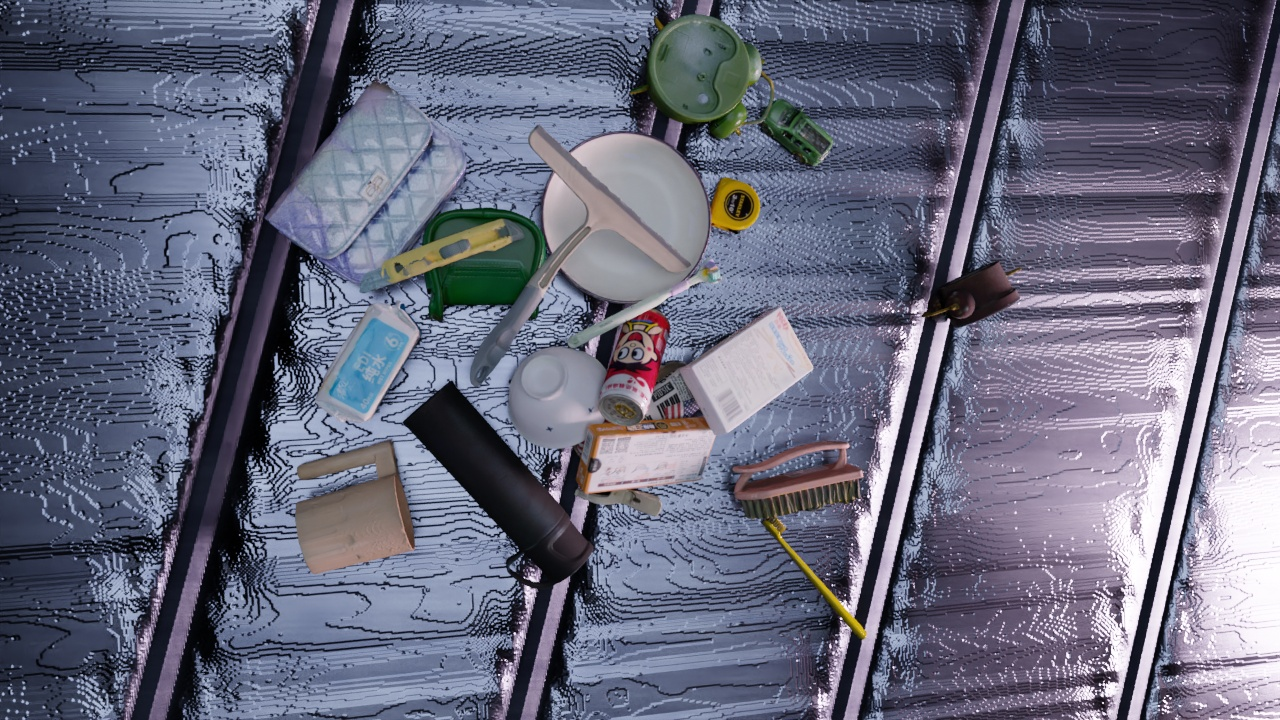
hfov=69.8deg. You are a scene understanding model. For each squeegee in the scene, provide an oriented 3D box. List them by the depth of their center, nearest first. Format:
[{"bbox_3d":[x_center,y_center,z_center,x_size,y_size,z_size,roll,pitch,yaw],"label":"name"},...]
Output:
[{"bbox_3d":[-0.103,-0.076,0.958,0.246,0.039,0.246,37,93,-39],"label":"squeegee"}]

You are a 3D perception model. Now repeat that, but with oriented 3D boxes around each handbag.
[{"bbox_3d":[-0.280,-0.182,0.964,0.134,0.075,0.193,36,83,-9],"label":"handbag"},{"bbox_3d":[-0.169,-0.102,0.990,0.131,0.068,0.120,-2,92,-10],"label":"handbag"}]

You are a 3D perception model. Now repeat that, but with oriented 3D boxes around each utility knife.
[{"bbox_3d":[-0.207,-0.108,0.948,0.178,0.019,0.031,-21,96,-1],"label":"utility knife"}]

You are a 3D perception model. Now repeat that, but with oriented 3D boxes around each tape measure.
[{"bbox_3d":[0.108,-0.177,1.061,0.057,0.029,0.060,17,87,-9],"label":"tape measure"}]

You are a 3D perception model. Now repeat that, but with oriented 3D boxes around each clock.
[{"bbox_3d":[0.077,-0.319,1.041,0.161,0.056,0.116,19,87,-10],"label":"clock"},{"bbox_3d":[0.390,-0.073,1.089,0.122,0.082,0.055,-25,90,-11],"label":"clock"}]

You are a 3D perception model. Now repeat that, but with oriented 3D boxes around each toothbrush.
[{"bbox_3d":[0.004,-0.060,1.004,0.189,0.020,0.029,-28,95,-13],"label":"toothbrush"},{"bbox_3d":[0.210,0.258,1.091,0.016,0.016,0.190,-41,97,-15],"label":"toothbrush"}]

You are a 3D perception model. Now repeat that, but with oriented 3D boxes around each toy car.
[{"bbox_3d":[0.184,-0.268,1.073,0.091,0.036,0.043,36,85,-5],"label":"toy car"}]

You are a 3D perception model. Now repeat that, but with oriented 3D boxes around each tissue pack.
[{"bbox_3d":[-0.282,0.001,0.958,0.063,0.090,0.140,31,85,-10],"label":"tissue pack"}]

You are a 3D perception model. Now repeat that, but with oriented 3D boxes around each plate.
[{"bbox_3d":[-0.018,-0.158,1.033,0.192,0.039,0.192,0,90,-11],"label":"plate"}]

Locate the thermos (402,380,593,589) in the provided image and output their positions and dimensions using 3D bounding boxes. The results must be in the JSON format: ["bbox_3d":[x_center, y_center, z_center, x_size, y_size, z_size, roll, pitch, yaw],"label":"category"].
[{"bbox_3d":[-0.159,0.141,0.992,0.090,0.068,0.242,-41,97,-13],"label":"thermos"}]

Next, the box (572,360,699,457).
[{"bbox_3d":[0.003,0.066,1.020,0.163,0.077,0.075,-32,105,-11],"label":"box"}]

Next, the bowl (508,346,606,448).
[{"bbox_3d":[-0.094,0.029,0.981,0.118,0.065,0.118,-4,66,9],"label":"bowl"}]

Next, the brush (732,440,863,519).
[{"bbox_3d":[0.178,0.138,1.061,0.145,0.063,0.073,-10,96,-9],"label":"brush"}]

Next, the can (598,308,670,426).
[{"bbox_3d":[-0.006,0.006,0.994,0.053,0.053,0.132,26,48,-10],"label":"can"}]

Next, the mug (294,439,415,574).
[{"bbox_3d":[-0.303,0.154,0.967,0.103,0.084,0.124,-14,69,-9],"label":"mug"}]

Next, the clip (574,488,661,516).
[{"bbox_3d":[-0.024,0.150,1.036,0.097,0.060,0.034,16,86,1],"label":"clip"}]

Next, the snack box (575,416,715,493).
[{"bbox_3d":[0.008,0.103,1.007,0.153,0.026,0.075,-2,122,-30],"label":"snack box"}]

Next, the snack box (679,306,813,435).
[{"bbox_3d":[0.122,0.010,1.037,0.156,0.027,0.084,-33,97,-33],"label":"snack box"}]
